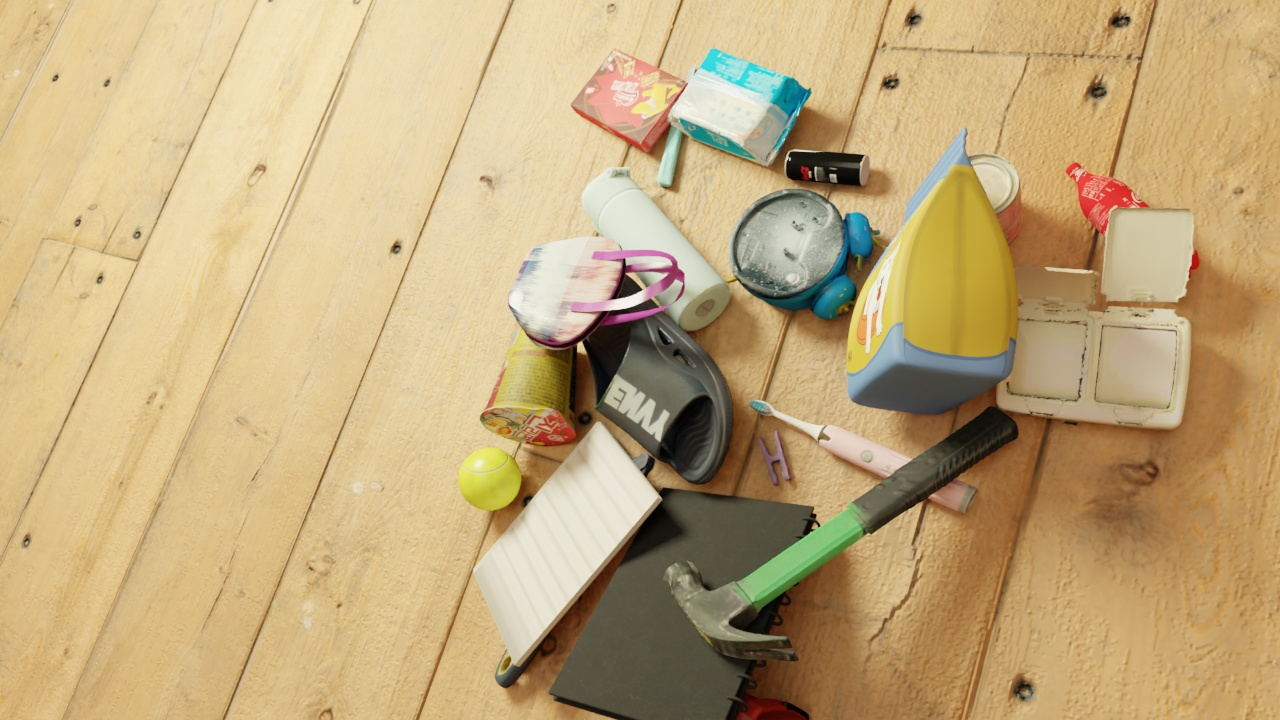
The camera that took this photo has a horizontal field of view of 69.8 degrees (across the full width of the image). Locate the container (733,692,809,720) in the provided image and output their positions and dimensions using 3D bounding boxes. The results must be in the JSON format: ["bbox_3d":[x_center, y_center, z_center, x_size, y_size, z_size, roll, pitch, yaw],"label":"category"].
[{"bbox_3d":[0.083,0.344,0.740,0.201,0.127,0.148,17,79,38],"label":"container"}]

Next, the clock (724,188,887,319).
[{"bbox_3d":[0.165,-0.100,0.900,0.161,0.060,0.116,20,80,27],"label":"clock"}]

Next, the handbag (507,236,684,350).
[{"bbox_3d":[-0.036,-0.072,0.896,0.170,0.068,0.144,-3,51,31],"label":"handbag"}]

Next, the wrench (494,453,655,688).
[{"bbox_3d":[-0.065,0.206,0.899,0.273,0.022,0.073,-57,35,6],"label":"wrench"}]

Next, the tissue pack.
[{"bbox_3d":[0.106,-0.269,0.984,0.144,0.061,0.093,32,88,32],"label":"tissue pack"}]

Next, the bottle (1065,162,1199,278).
[{"bbox_3d":[0.422,-0.122,0.799,0.042,0.042,0.141,-35,61,9],"label":"bottle"}]

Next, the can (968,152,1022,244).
[{"bbox_3d":[0.312,-0.142,0.837,0.067,0.076,0.067,-8,69,21],"label":"can"}]

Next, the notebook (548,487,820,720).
[{"bbox_3d":[0.045,0.208,0.793,0.169,0.019,0.230,2,43,34],"label":"notebook"}]

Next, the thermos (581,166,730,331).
[{"bbox_3d":[0.011,-0.122,0.974,0.207,0.065,0.078,52,137,29],"label":"thermos"}]

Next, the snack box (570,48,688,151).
[{"bbox_3d":[-0.011,-0.304,1.066,0.133,0.021,0.089,37,90,36],"label":"snack box"}]

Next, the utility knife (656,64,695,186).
[{"bbox_3d":[0.042,-0.268,1.040,0.022,0.015,0.158,-2,69,46],"label":"utility knife"}]

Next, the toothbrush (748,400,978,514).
[{"bbox_3d":[0.196,0.081,0.839,0.223,0.026,0.027,24,92,29],"label":"toothbrush"}]

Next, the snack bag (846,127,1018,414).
[{"bbox_3d":[0.245,-0.070,0.784,0.102,0.159,0.205,7,76,0],"label":"snack bag"}]

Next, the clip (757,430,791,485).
[{"bbox_3d":[0.130,0.093,0.874,0.036,0.013,0.052,-24,66,16],"label":"clip"}]

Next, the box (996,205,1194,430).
[{"bbox_3d":[0.368,-0.031,0.745,0.145,0.100,0.186,4,100,26],"label":"box"}]

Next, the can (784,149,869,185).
[{"bbox_3d":[0.190,-0.197,0.937,0.081,0.031,0.031,11,77,27],"label":"can"}]

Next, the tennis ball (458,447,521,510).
[{"bbox_3d":[-0.158,0.124,0.963,0.065,0.065,0.065,-8,69,22],"label":"tennis ball"}]

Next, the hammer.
[{"bbox_3d":[0.180,0.134,0.760,0.318,0.032,0.130,-32,33,-10],"label":"hammer"}]

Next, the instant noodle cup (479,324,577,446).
[{"bbox_3d":[-0.109,0.021,0.968,0.100,0.100,0.112,-4,61,23],"label":"instant noodle cup"}]

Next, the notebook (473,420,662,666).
[{"bbox_3d":[-0.079,0.174,0.904,0.210,0.009,0.142,-50,38,6],"label":"notebook"}]

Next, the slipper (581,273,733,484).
[{"bbox_3d":[-0.005,0.005,0.907,0.268,0.083,0.111,54,126,33],"label":"slipper"}]
